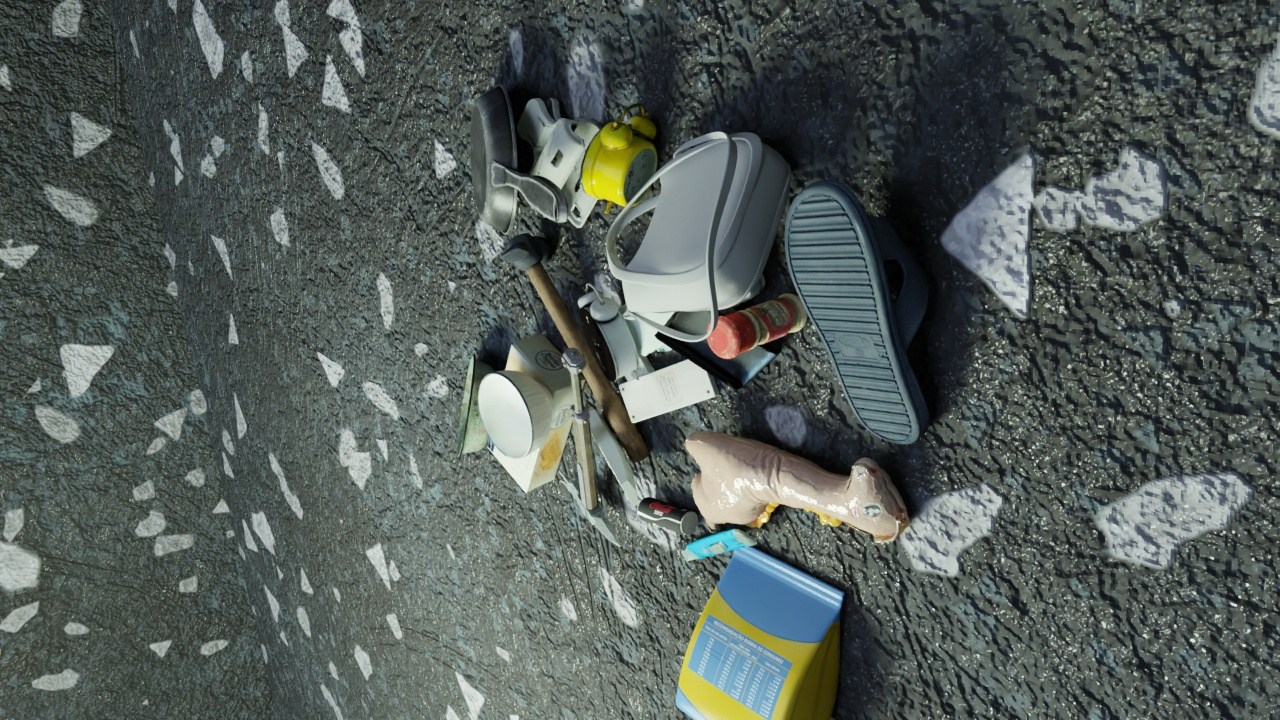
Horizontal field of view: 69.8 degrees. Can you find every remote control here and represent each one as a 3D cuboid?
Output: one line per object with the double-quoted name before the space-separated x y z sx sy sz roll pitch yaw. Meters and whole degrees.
"remote control" -0.035 0.118 1.164 0.143 0.024 0.049 55 172 46
"remote control" -0.007 0.007 1.133 0.136 0.013 0.043 59 140 15
"remote control" 0.032 0.034 1.084 0.136 0.011 0.050 -21 88 41

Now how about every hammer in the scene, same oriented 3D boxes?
"hammer" -0.069 0.103 1.145 0.147 0.028 0.317 50 155 36
"hammer" -0.076 -0.015 1.154 0.040 0.129 0.322 -29 92 12

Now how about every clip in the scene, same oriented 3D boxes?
"clip" -0.105 -0.245 1.098 0.152 0.096 0.126 50 135 9

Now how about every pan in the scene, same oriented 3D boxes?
"pan" -0.154 -0.221 1.099 0.356 0.055 0.187 -128 37 -60

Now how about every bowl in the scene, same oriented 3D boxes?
"bowl" -0.243 0.071 1.373 0.157 0.038 0.157 -172 91 -76
"bowl" -0.154 0.064 1.199 0.118 0.062 0.118 22 121 42

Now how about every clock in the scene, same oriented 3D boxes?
"clock" -0.021 -0.223 1.000 0.057 0.083 0.119 27 123 23
"clock" -0.040 -0.034 1.085 0.094 0.035 0.123 37 148 63

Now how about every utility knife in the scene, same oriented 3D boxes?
"utility knife" 0.086 0.221 1.087 0.031 0.015 0.179 45 153 -1

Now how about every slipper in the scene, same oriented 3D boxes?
"slipper" 0.208 -0.049 0.816 0.101 0.082 0.264 10 131 51

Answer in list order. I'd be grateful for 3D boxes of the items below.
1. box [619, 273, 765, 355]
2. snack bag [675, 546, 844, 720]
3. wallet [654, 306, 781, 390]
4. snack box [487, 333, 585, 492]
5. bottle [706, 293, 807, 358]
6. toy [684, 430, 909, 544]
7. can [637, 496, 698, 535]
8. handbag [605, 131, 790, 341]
"box" 0.055 -0.066 1.006 0.200 0.066 0.083 -32 61 49
"snack bag" 0.141 0.326 1.034 0.159 0.102 0.205 19 99 44
"wallet" 0.082 -0.021 0.968 0.115 0.026 0.089 34 143 -5
"snack box" -0.150 0.077 1.295 0.104 0.057 0.208 44 134 28
"bottle" 0.115 -0.035 0.897 0.044 0.108 0.044 27 126 43
"toy" 0.160 0.151 0.970 0.265 0.065 0.196 16 136 37
"can" 0.033 0.194 1.146 0.081 0.031 0.031 9 112 48
"handbag" 0.029 -0.126 0.914 0.223 0.095 0.215 2 67 50
